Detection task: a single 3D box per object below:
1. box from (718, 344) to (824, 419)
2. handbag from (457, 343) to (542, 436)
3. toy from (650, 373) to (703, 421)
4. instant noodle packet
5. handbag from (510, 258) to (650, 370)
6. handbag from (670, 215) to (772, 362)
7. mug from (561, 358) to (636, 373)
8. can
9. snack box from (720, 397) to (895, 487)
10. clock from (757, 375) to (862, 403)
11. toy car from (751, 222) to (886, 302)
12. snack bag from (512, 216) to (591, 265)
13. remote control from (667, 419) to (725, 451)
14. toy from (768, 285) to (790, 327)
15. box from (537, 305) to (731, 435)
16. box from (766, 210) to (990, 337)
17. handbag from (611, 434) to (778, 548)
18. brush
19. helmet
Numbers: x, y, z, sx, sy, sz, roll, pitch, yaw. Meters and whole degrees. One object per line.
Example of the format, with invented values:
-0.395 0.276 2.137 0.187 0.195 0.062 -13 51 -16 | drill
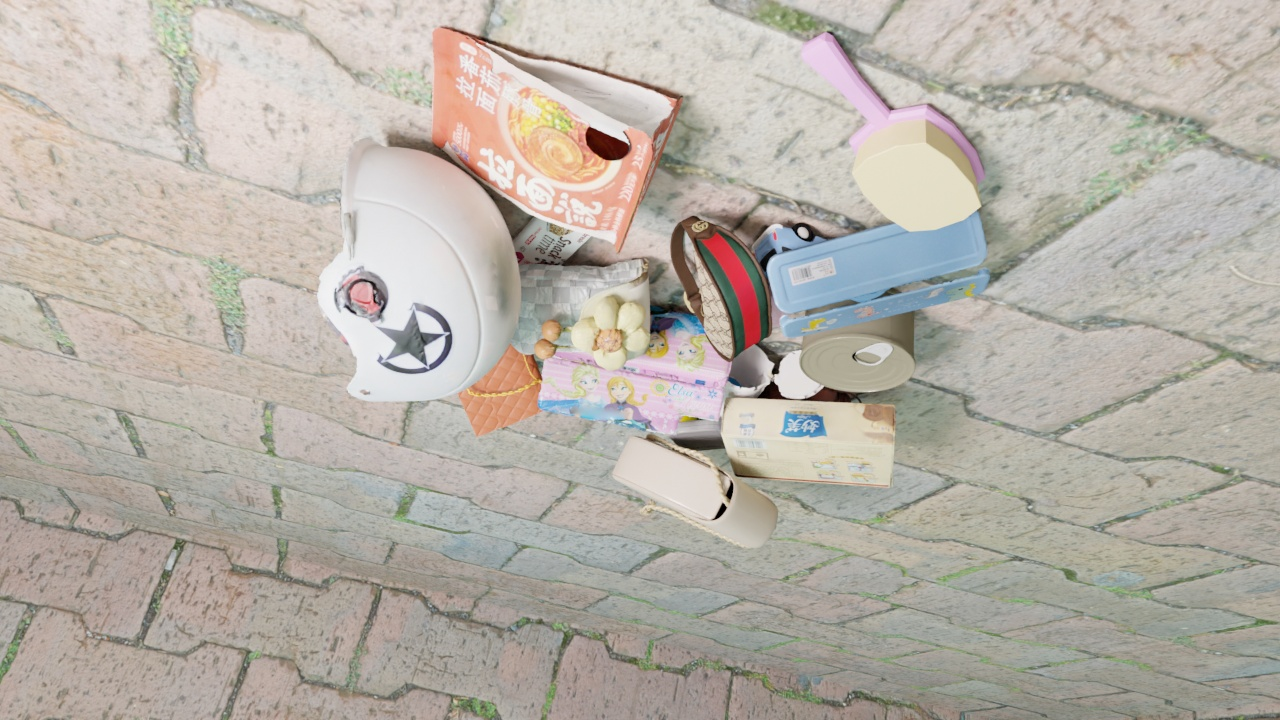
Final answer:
0.153 0.028 1.178 0.143 0.083 0.137 19 151 -1 | box
-0.188 0.004 1.169 0.109 0.060 0.172 -20 120 -6 | handbag
0.063 0.060 1.289 0.131 0.096 0.124 34 143 -5 | toy
-0.091 -0.211 0.852 0.221 0.083 0.165 24 152 -2 | instant noodle packet
-0.075 -0.049 1.034 0.171 0.123 0.113 -1 125 1 | handbag
0.078 -0.077 0.969 0.063 0.138 0.167 -30 147 -9 | handbag
-0.065 0.023 1.237 0.083 0.082 0.106 -15 143 40 | mug
0.249 -0.025 1.049 0.128 0.073 0.128 8 152 4 | can
0.216 0.105 1.163 0.207 0.055 0.153 2 153 15 | snack box
0.221 0.069 1.236 0.158 0.072 0.120 -11 146 36 | clock
0.192 -0.095 0.957 0.153 0.054 0.056 18 151 -15 | toy car
-0.108 -0.129 1.037 0.070 0.016 0.197 22 150 -24 | snack bag
0.083 0.102 1.252 0.074 0.019 0.151 -6 164 10 | remote control
0.126 -0.063 1.043 0.093 0.050 0.103 20 153 0 | toy
-0.007 0.007 1.113 0.230 0.159 0.066 11 180 3 | box
0.235 -0.076 0.903 0.210 0.049 0.120 -14 128 10 | box
0.067 0.182 1.249 0.209 0.103 0.210 20 170 38 | handbag
0.211 -0.190 0.785 0.089 0.043 0.228 -18 142 42 | brush
-0.205 -0.089 0.924 0.164 0.236 0.264 0 116 1 | helmet
